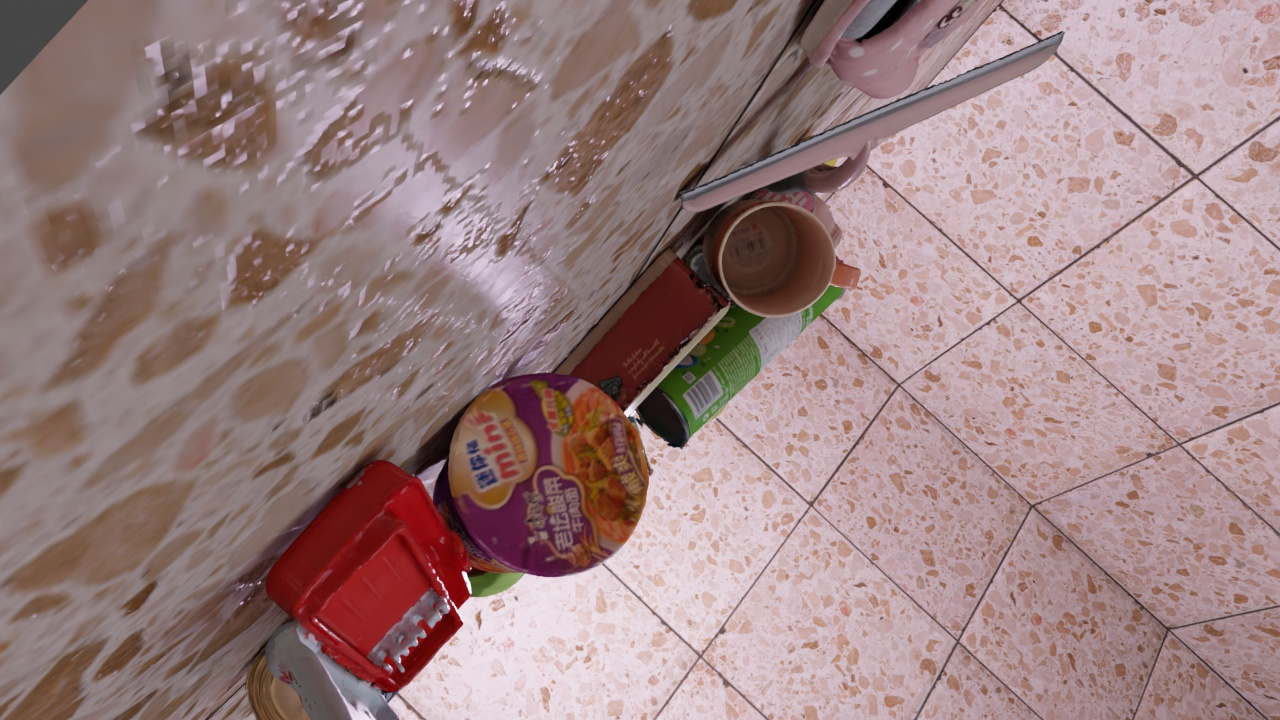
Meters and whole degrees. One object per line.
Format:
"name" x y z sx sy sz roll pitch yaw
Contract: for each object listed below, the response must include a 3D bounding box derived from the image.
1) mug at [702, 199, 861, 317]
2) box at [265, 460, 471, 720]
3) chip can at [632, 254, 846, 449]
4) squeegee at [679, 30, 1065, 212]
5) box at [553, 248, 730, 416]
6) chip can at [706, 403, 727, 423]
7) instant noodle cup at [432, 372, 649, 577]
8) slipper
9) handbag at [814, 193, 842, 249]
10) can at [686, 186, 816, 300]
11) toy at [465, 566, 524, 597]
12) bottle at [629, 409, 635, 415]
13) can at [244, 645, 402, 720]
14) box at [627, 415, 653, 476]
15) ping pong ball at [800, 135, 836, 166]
"mug" 0.107 -0.078 0.699 0.106 0.114 0.082 -109 -148 -77
"box" -0.108 0.145 0.435 0.118 0.098 0.202 -50 165 -24
"chip can" 0.089 -0.020 0.809 0.235 0.072 0.072 -41 174 -29
"squeegee" 0.126 -0.136 0.645 0.247 0.040 0.249 -24 -173 -5
"box" -0.004 0.004 0.690 0.168 0.076 0.091 -47 176 7
"chip can" 0.041 0.019 0.956 0.071 0.071 0.210 -47 -174 0
"instant noodle cup" -0.066 0.074 0.522 0.111 0.111 0.099 -45 -176 -33
"slipper" 0.146 -0.190 0.488 0.114 0.054 0.273 -48 177 21
"handbag" 0.098 -0.088 1.004 0.193 0.093 0.234 -46 -176 -15
"can" 0.101 -0.112 0.821 0.146 0.058 0.058 -45 176 -38
"toy" -0.149 0.194 1.011 0.228 0.090 0.246 -39 179 39
"bottle" -0.045 0.051 0.881 0.059 0.060 0.207 -45 177 -33
"can" -0.182 0.185 0.574 0.075 0.075 0.111 -48 176 13
"box" -0.074 0.114 0.839 0.089 0.060 0.185 4 151 -42
"ping pong ball" 0.161 -0.187 0.845 0.040 0.040 0.040 -47 177 -4
